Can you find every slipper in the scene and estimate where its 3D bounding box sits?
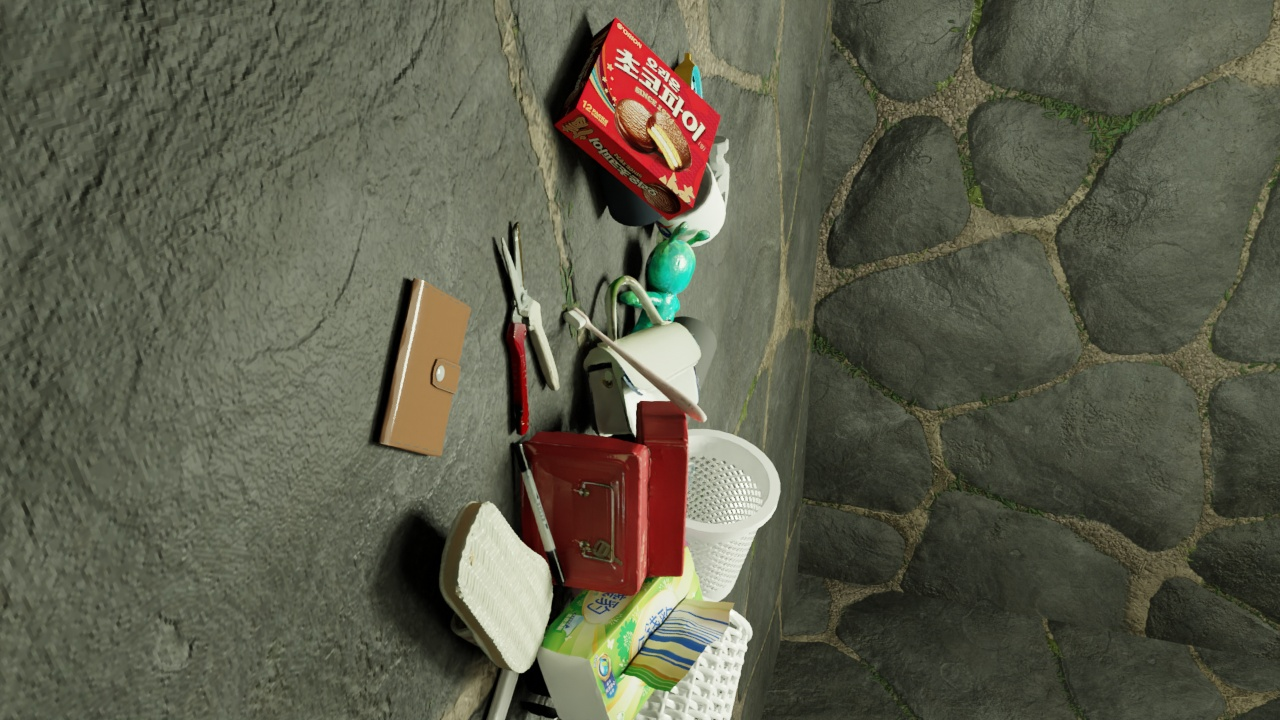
[{"bbox_3d":[-0.127,0.193,0.790,0.263,0.052,0.114,76,24,-59],"label":"slipper"}]

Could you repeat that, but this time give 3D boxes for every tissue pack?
[{"bbox_3d":[0.010,0.282,0.937,0.197,0.142,0.120,-47,127,-43],"label":"tissue pack"}]

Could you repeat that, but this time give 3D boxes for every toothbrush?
[{"bbox_3d":[-0.006,0.005,0.934,0.016,0.181,0.018,-55,174,29],"label":"toothbrush"}]

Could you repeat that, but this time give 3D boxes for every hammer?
[{"bbox_3d":[0.073,-0.196,1.321,0.327,0.039,0.131,-63,156,-47],"label":"hammer"}]

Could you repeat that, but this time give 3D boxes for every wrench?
[{"bbox_3d":[-0.133,0.326,0.886,0.066,0.018,0.272,73,28,-55],"label":"wrench"}]

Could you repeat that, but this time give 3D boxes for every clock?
[{"bbox_3d":[0.062,-0.336,1.217,0.099,0.044,0.129,63,31,-62],"label":"clock"},{"bbox_3d":[-0.089,0.334,0.987,0.091,0.043,0.121,-14,110,-72],"label":"clock"}]

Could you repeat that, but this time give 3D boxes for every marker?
[{"bbox_3d":[-0.096,0.147,0.872,0.011,0.011,0.152,-44,122,-64],"label":"marker"}]

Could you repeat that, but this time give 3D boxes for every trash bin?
[{"bbox_3d":[0.086,0.238,1.321,0.194,0.195,0.200,-62,163,-49],"label":"trash bin"}]

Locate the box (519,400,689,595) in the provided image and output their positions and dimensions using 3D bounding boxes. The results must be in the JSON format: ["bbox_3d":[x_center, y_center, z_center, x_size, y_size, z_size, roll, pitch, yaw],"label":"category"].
[{"bbox_3d":[-0.018,0.132,0.940,0.169,0.157,0.157,-40,136,-65],"label":"box"}]

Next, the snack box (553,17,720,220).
[{"bbox_3d":[0.002,-0.239,0.913,0.152,0.036,0.132,36,54,-27],"label":"snack box"}]

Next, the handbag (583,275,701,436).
[{"bbox_3d":[0.002,-0.011,1.048,0.150,0.074,0.176,-22,104,-52],"label":"handbag"}]

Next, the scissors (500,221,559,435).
[{"bbox_3d":[-0.104,-0.021,0.840,0.179,0.015,0.184,41,57,-69],"label":"scissors"}]

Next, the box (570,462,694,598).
[{"bbox_3d":[-0.010,0.200,1.077,0.201,0.067,0.153,-5,96,-52],"label":"box"}]

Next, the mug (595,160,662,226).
[{"bbox_3d":[-0.010,-0.210,0.999,0.077,0.071,0.105,74,1,-53],"label":"mug"}]

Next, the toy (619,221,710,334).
[{"bbox_3d":[0.031,-0.081,1.141,0.130,0.072,0.193,-7,120,-62],"label":"toy"}]

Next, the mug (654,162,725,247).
[{"bbox_3d":[0.050,-0.215,1.164,0.121,0.091,0.090,68,7,20],"label":"mug"}]

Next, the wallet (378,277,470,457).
[{"bbox_3d":[-0.157,0.008,0.678,0.087,0.013,0.121,36,62,-71],"label":"wallet"}]

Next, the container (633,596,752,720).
[{"bbox_3d":[0.029,0.406,1.161,0.189,0.189,0.186,72,31,-55],"label":"container"}]

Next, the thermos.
[{"bbox_3d":[0.032,0.047,1.203,0.239,0.082,0.082,-65,156,-46],"label":"thermos"}]
